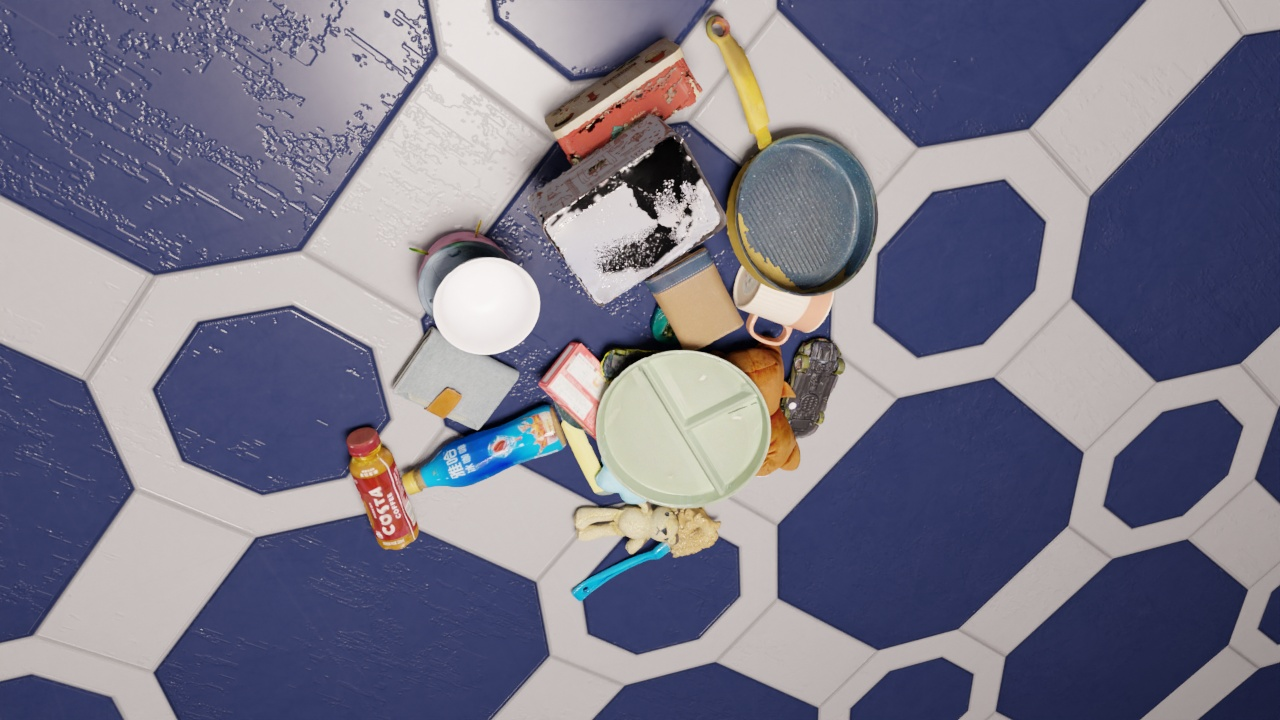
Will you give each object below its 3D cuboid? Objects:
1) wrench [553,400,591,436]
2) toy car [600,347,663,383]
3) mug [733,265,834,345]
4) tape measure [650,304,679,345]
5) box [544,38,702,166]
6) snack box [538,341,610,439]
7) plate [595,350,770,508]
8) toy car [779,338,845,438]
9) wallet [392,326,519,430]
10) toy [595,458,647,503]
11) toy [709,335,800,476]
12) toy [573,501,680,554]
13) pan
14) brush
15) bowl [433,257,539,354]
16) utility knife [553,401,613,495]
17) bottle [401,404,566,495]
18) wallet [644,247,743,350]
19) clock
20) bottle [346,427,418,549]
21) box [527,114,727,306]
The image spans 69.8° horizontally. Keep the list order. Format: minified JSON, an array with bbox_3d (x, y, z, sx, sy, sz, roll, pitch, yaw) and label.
[{"bbox_3d":[-0.028,0.115,1.293,0.056,0.016,0.273,-48,122,-4],"label":"wrench"},{"bbox_3d":[-0.007,0.007,1.225,0.105,0.032,0.048,3,103,-31],"label":"toy car"},{"bbox_3d":[0.180,-0.077,1.207,0.105,0.081,0.115,16,110,-22],"label":"mug"},{"bbox_3d":[0.041,-0.047,1.218,0.058,0.025,0.055,11,114,-21],"label":"tape measure"},{"bbox_3d":[-0.016,-0.278,1.030,0.168,0.091,0.076,-33,120,4],"label":"box"},{"bbox_3d":[-0.061,0.051,1.227,0.153,0.025,0.075,47,71,-32],"label":"snack box"},{"bbox_3d":[0.056,0.090,1.208,0.230,0.027,0.230,1,112,4],"label":"plate"},{"bbox_3d":[0.240,0.042,1.316,0.070,0.042,0.158,6,116,-19],"label":"toy car"},{"bbox_3d":[-0.238,0.029,1.175,0.129,0.037,0.107,29,107,-28],"label":"wallet"},{"bbox_3d":[0.028,0.158,1.284,0.161,0.049,0.157,35,124,-20],"label":"toy"},{"bbox_3d":[0.152,0.074,1.269,0.140,0.130,0.199,-14,102,-3],"label":"toy"},{"bbox_3d":[-0.019,0.239,1.342,0.157,0.066,0.105,0,100,-6],"label":"toy"},{"bbox_3d":[0.163,-0.241,1.099,0.197,0.078,0.357,-37,104,-14],"label":"pan"},{"bbox_3d":[0.007,0.299,1.404,0.255,0.045,0.083,-30,127,7],"label":"brush"},{"bbox_3d":[-0.178,-0.073,1.046,0.118,0.064,0.118,-7,119,-14],"label":"bowl"},{"bbox_3d":[-0.083,0.115,1.279,0.031,0.021,0.205,-26,125,-6],"label":"utility knife"},{"bbox_3d":[-0.210,0.125,1.222,0.218,0.065,0.065,-21,122,-3],"label":"bottle"},{"bbox_3d":[0.070,-0.077,1.184,0.090,0.033,0.115,-29,103,2],"label":"wallet"},{"bbox_3d":[-0.203,-0.082,1.108,0.117,0.059,0.159,-22,121,-4],"label":"clock"},{"bbox_3d":[-0.343,0.169,1.212,0.057,0.057,0.175,-14,122,-8],"label":"bottle"},{"bbox_3d":[0.003,-0.143,1.045,0.179,0.134,0.270,-33,155,4],"label":"box"}]
